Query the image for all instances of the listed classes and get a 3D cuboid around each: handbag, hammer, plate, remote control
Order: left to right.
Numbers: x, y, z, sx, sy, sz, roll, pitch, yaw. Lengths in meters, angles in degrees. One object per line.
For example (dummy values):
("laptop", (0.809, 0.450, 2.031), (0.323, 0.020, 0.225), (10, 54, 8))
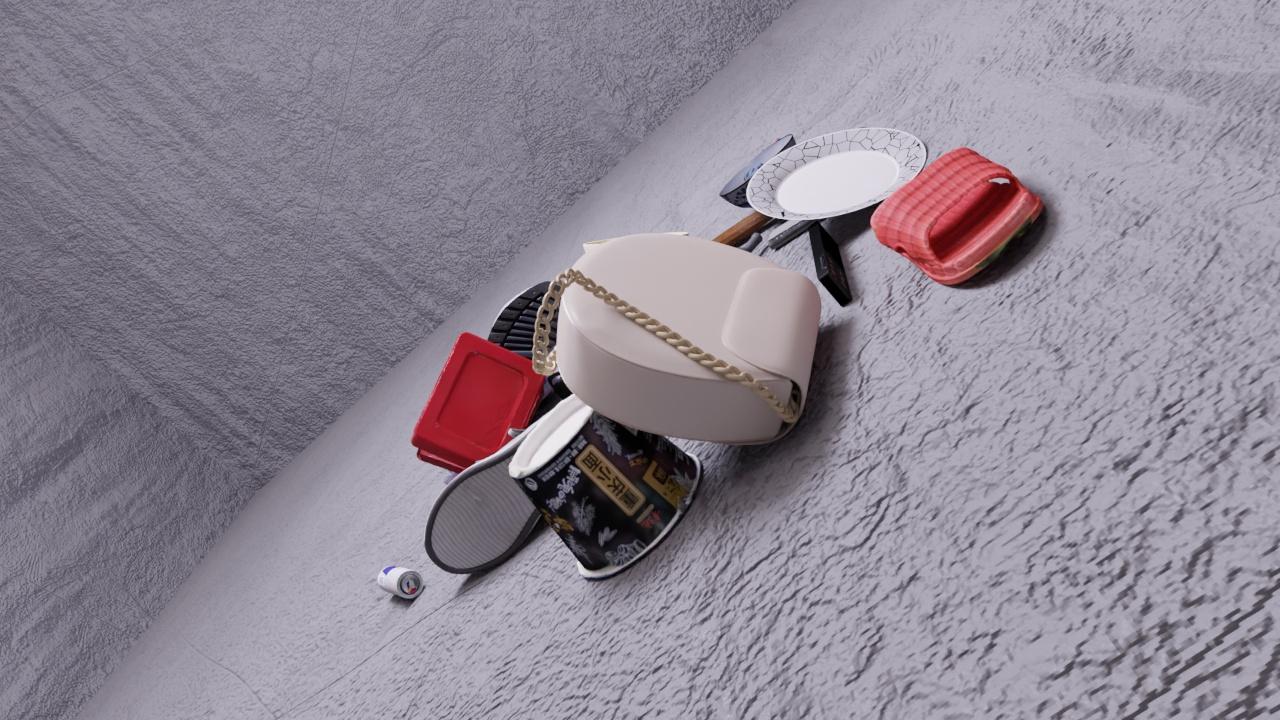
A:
("handbag", (-0.059, 0.001, 1.179), (0.129, 0.054, 0.078), (-37, 13, 30))
("handbag", (0.039, -0.031, 0.747), (0.210, 0.209, 0.104), (-65, -12, -53))
("hammer", (0.160, -0.185, 1.158), (0.324, 0.033, 0.115), (-30, 19, 43))
("remote control", (0.200, -0.167, 1.039), (0.137, 0.013, 0.033), (-30, 21, 36))
("remote control", (0.178, -0.095, 0.866), (0.013, 0.034, 0.149), (-38, 17, 21))
("plate", (0.208, -0.195, 0.981), (0.189, 0.016, 0.188), (-15, 35, 11))

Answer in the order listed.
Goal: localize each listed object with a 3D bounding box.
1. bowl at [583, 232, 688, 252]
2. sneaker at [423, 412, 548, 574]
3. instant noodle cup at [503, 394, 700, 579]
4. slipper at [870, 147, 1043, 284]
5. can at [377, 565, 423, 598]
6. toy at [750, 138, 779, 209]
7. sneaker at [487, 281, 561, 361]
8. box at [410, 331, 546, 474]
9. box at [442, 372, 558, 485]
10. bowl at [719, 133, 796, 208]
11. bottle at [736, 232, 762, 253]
("bowl", (-0.003, -0.138, 1.311), (0.151, 0.075, 0.150), (-5, 10, 1))
("sneaker", (-0.123, 0.121, 0.975), (0.263, 0.097, 0.128), (-42, 4, 11))
("instant noodle cup", (-0.036, 0.092, 0.767), (0.137, 0.112, 0.137), (-39, 16, 13))
("slipper", (0.241, -0.127, 0.751), (0.103, 0.059, 0.248), (-42, 14, 9))
("can", (-0.289, 0.265, 1.100), (0.032, 0.032, 0.095), (-51, 17, -25))
("toy", (0.168, -0.250, 1.256), (0.102, 0.055, 0.041), (-41, 11, 22))
("sneaker", (-0.181, -0.007, 1.295), (0.240, 0.089, 0.124), (-55, 3, 3))
("box", (-0.200, 0.061, 1.149), (0.111, 0.134, 0.157), (108, -179, -62))
("box", (-0.203, 0.093, 1.334), (0.214, 0.035, 0.151), (-44, 9, -1))
("bowl", (0.153, -0.221, 1.118), (0.114, 0.045, 0.114), (-40, 12, 10))
("bottle", (0.110, -0.110, 1.085), (0.112, 0.030, 0.030), (-50, 17, -22))
